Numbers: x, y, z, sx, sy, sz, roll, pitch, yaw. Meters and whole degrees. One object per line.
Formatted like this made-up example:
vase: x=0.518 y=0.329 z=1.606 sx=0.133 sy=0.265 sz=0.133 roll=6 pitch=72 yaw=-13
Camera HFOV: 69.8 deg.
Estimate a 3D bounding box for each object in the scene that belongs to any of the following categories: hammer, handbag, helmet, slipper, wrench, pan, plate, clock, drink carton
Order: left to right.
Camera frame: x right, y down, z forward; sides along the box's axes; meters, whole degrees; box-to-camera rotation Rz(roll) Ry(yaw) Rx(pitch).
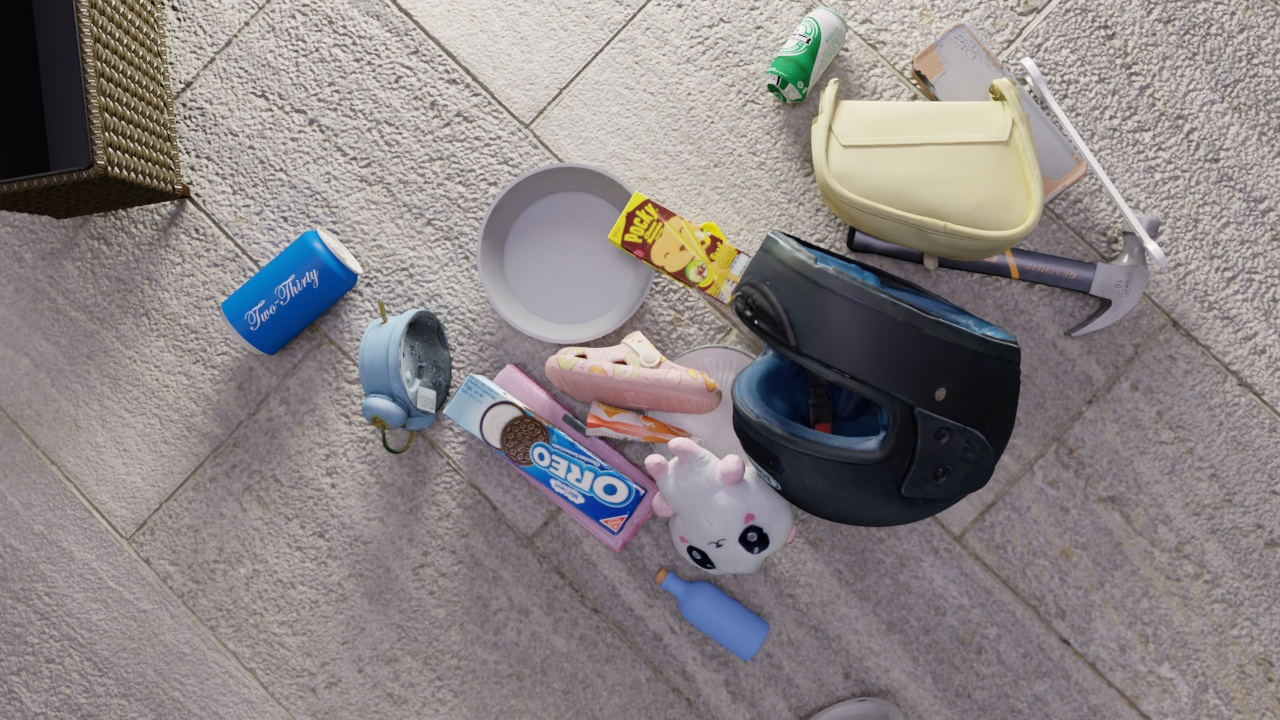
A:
clock: x=-0.255 y=0.020 z=0.994 sx=0.060 sy=0.118 sz=0.162 roll=-1 pitch=80 yaw=15
slipper: x=-0.006 y=0.006 z=0.984 sx=0.197 sy=0.093 sz=0.081 roll=8 pitch=70 yaw=18
pan: x=-0.004 y=-0.106 z=1.015 sx=0.356 sy=0.051 sz=0.200 roll=9 pitch=87 yaw=3
drink carton: x=0.006 y=0.073 z=0.978 sx=0.122 sy=0.069 sz=0.039 roll=11 pitch=93 yaw=1
plate: x=0.083 y=0.060 z=1.018 sx=0.157 sy=0.014 sz=0.157 roll=0 pitch=87 yaw=4
helmet: x=0.203 y=0.036 z=0.878 sx=0.315 sy=0.249 sz=0.236 roll=16 pitch=108 yaw=-33
handbag: x=0.292 y=-0.199 z=0.953 sx=0.233 sy=0.088 sz=0.190 roll=5 pitch=82 yaw=14
hammer: x=0.383 y=-0.116 z=0.994 sx=0.312 sy=0.035 sz=0.139 roll=13 pitch=97 yaw=6
wrench: x=0.472 y=-0.210 z=0.962 sx=0.009 sy=0.047 sz=0.273 roll=-31 pitch=69 yaw=19

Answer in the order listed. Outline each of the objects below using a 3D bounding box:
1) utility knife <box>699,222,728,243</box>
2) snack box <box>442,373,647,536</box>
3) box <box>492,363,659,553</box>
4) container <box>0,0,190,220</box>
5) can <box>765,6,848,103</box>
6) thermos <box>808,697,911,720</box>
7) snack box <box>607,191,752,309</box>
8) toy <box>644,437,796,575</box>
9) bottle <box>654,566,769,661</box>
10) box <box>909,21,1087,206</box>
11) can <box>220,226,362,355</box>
utility knife: x=0.127 y=-0.062 z=1.020 sx=0.029 sy=0.020 sz=0.213 roll=-33 pitch=84 yaw=4
snack box: x=-0.100 y=0.098 z=0.973 sx=0.226 sy=0.059 sz=0.059 roll=35 pitch=89 yaw=6
box: x=-0.085 y=0.107 z=1.019 sx=0.233 sy=0.037 sz=0.098 roll=38 pitch=95 yaw=5
container: x=-0.617 y=-0.315 z=0.990 sx=0.176 sy=0.205 sz=0.321 roll=-9 pitch=86 yaw=3
can: x=0.183 y=-0.336 z=1.014 sx=0.053 sy=0.053 sz=0.101 roll=36 pitch=90 yaw=5
thermos: x=0.250 y=0.474 z=0.936 sx=0.131 sy=0.131 sz=0.222 roll=-22 pitch=93 yaw=2
snack box: x=0.043 y=-0.118 z=0.980 sx=0.149 sy=0.025 sz=0.061 roll=31 pitch=88 yaw=6
toy: x=0.077 y=0.147 z=0.950 sx=0.139 sy=0.101 sz=0.179 roll=-28 pitch=121 yaw=28
bottle: x=0.073 y=0.267 z=0.991 sx=0.131 sy=0.048 sz=0.048 roll=34 pitch=89 yaw=5
box: x=0.381 y=-0.261 z=0.985 sx=0.081 sy=0.062 sz=0.216 roll=-39 pitch=85 yaw=17
can: x=-0.390 y=-0.076 z=1.025 sx=0.146 sy=0.079 sz=0.079 roll=-40 pitch=85 yaw=1
